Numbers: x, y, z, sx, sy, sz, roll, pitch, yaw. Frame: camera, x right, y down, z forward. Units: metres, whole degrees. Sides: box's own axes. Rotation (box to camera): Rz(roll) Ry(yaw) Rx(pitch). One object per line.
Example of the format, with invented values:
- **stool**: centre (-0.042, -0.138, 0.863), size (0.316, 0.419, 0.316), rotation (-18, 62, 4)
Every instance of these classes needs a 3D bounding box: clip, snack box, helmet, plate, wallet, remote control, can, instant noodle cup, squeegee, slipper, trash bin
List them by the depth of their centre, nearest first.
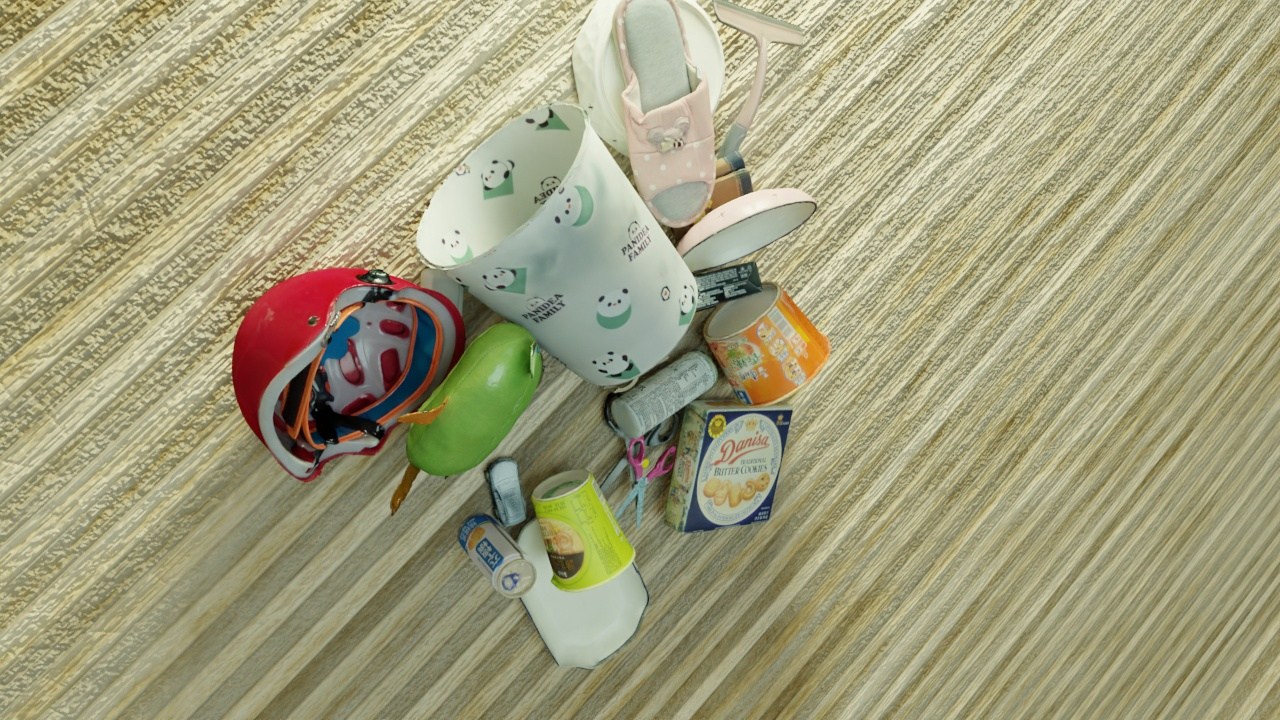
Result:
- **helmet**: centre (-0.314, -0.009, 0.952), size (0.239, 0.144, 0.207), rotation (-28, 141, -48)
- **trash bin**: centre (-0.078, -0.115, 1.022), size (0.229, 0.230, 0.252), rotation (-51, 128, -8)
- **remote control**: centre (-0.231, -0.044, 1.061), size (0.049, 0.024, 0.125), rotation (-2, 106, -29)
- **slipper**: centre (0.032, -0.289, 1.063), size (0.114, 0.054, 0.274), rotation (-17, 109, -17)
- **plate**: centre (0.018, -0.348, 1.103), size (0.204, 0.045, 0.205), rotation (-9, 110, -28)
- **can**: centre (-0.174, 0.235, 1.110), size (0.053, 0.135, 0.053), rotation (-9, 109, -28)
- **instant noodle cup**: centre (-0.079, 0.205, 1.140), size (0.111, 0.112, 0.123), rotation (-26, 106, -22)
- **squeegee**: centre (0.124, -0.306, 1.152), size (0.247, 0.040, 0.250), rotation (-18, 131, -55)
- **plate**: centre (0.126, -0.169, 1.155), size (0.192, 0.193, 0.039), rotation (-19, 81, -25)
- **wallet**: centre (0.084, -0.207, 1.161), size (0.115, 0.033, 0.090), rotation (-23, 138, 1)
- **snack box**: centre (0.075, -0.085, 1.176), size (0.113, 0.126, 0.053), rotation (-16, 96, -25)
- **clip**: centre (-0.010, 0.003, 1.199), size (0.099, 0.035, 0.070), rotation (-37, 119, -21)
- **can**: centre (0.032, 0.043, 1.208), size (0.146, 0.058, 0.058), rotation (-33, 119, -28)
- **instant noodle cup**: centre (0.163, -0.027, 1.229), size (0.151, 0.151, 0.111), rotation (-43, 113, -13)
- **plate**: centre (-0.086, 0.299, 1.241), size (0.161, 0.034, 0.266), rotation (-33, 118, -19)
- **snack box**: centre (0.126, 0.146, 1.295), size (0.177, 0.046, 0.182), rotation (1, 105, -41)

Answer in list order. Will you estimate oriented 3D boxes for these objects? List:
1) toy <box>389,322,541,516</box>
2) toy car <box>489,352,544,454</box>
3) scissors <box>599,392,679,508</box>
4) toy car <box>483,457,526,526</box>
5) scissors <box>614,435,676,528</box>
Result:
- **toy**: centre (-0.183, 0.055, 0.983), size (0.247, 0.090, 0.226), rotation (-51, 168, 21)
- **toy car**: centre (-0.173, 0.045, 1.112), size (0.070, 0.042, 0.158), rotation (37, 82, -33)
- **scissors**: centre (-0.015, 0.121, 1.225), size (0.178, 0.014, 0.159), rotation (-47, 116, -23)
- **toy car**: centre (-0.168, 0.166, 1.155), size (0.042, 0.034, 0.091), rotation (-17, 111, -21)
- **scissors**: centre (0.008, 0.161, 1.232), size (0.118, 0.017, 0.133), rotation (-6, 105, -38)
